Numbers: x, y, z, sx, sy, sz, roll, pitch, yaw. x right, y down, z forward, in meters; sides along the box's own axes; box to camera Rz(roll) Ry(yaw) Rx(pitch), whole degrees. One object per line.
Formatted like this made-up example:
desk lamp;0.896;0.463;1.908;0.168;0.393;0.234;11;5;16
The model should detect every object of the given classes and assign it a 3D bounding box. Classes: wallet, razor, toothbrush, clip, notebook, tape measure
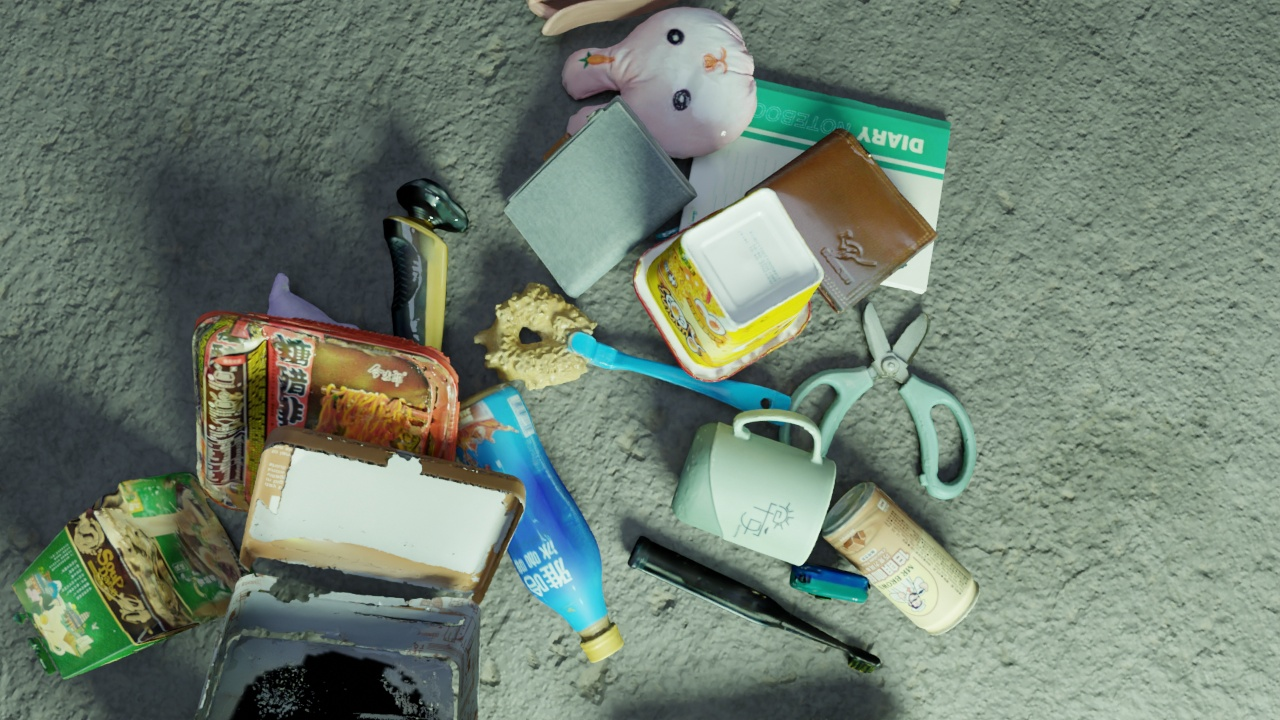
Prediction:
wallet;0.157;-0.112;0.728;0.101;0.032;0.124;-38;87;-7
razor;-0.169;-0.057;0.724;0.067;0.062;0.167;1;89;-34
toothbrush;0.090;0.194;0.719;0.212;0.026;0.027;26;118;-1
clip;0.040;-0.104;0.751;0.057;0.014;0.045;-21;87;-7
notebook;0.145;-0.148;0.754;0.209;0.012;0.150;12;81;-4
tape measure;0.143;0.172;0.707;0.058;0.054;0.025;12;81;0
wallet;-0.036;-0.130;0.725;0.130;0.037;0.106;-39;85;19

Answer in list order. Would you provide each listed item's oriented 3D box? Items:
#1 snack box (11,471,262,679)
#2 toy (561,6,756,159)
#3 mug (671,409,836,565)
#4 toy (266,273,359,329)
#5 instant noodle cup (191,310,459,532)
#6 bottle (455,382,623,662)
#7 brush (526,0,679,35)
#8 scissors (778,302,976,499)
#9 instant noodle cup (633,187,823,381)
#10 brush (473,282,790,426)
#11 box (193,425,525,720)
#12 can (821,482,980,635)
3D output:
snack box;-0.371;0.161;0.669;0.106;0.117;0.118;-33;84;7
toy;0.012;-0.216;0.732;0.160;0.054;0.121;-9;84;15
mug;0.087;0.086;0.691;0.106;0.082;0.112;20;111;5
toy;-0.254;-0.007;0.718;0.108;0.039;0.084;29;99;-4
instant noodle cup;-0.221;0.042;0.671;0.189;0.079;0.165;12;116;-1
bottle;-0.076;0.125;0.699;0.065;0.065;0.218;-28;87;-5
brush;-0.022;-0.311;0.744;0.145;0.063;0.073;-21;75;-3
scissors;0.205;0.048;0.741;0.181;0.019;0.170;40;83;3
instant noodle cup;0.068;-0.058;0.663;0.116;0.124;0.116;-30;85;-10
brush;-0.004;0.004;0.723;0.254;0.046;0.083;16;77;-1
box;-0.184;0.180;0.606;0.181;0.157;0.198;15;123;-17
can;0.200;0.152;0.709;0.116;0.058;0.058;43;84;3
